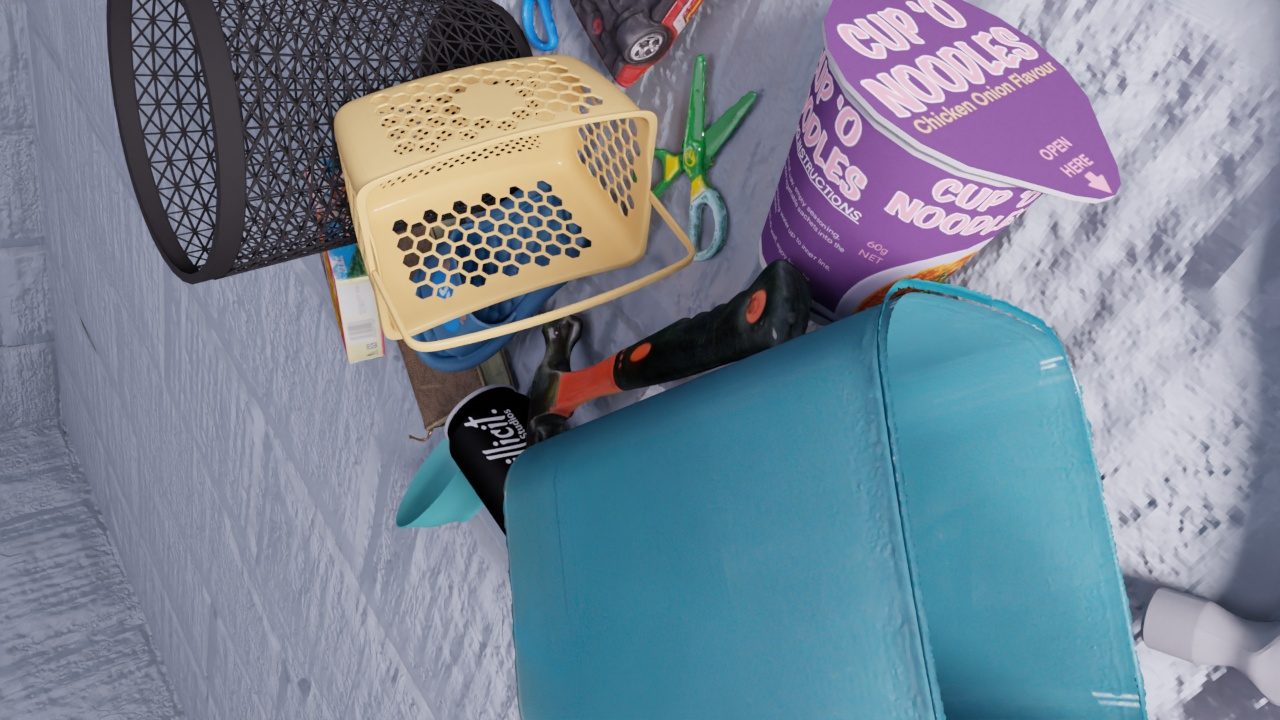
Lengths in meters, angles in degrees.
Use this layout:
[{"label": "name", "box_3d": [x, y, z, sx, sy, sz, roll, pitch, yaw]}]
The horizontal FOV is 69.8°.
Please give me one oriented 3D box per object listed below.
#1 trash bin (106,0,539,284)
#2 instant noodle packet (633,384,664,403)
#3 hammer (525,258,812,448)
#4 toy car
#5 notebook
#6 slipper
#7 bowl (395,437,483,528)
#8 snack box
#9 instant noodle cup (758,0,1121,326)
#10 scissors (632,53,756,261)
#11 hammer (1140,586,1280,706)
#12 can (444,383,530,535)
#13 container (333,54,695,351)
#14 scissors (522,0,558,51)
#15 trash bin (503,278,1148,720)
[{"label": "trash bin", "box_3d": [-0.218, -0.181, 0.663, 0.217, 0.242, 0.217, 19, 116, 45]}, {"label": "instant noodle packet", "box_3d": [0.072, 0.145, 0.581, 0.269, 0.057, 0.147, 45, 134, 25]}, {"label": "hammer", "box_3d": [-0.003, 0.003, 0.542, 0.334, 0.033, 0.133, -23, 54, 63]}, {"label": "toy car", "box_3d": [0.019, -0.243, 0.510, 0.081, 0.056, 0.190, 61, 140, 14]}, {"label": "notebook", "box_3d": [-0.202, -0.043, 0.854, 0.191, 0.034, 0.215, -27, 81, 51]}, {"label": "slipper", "box_3d": [-0.122, -0.068, 0.711, 0.214, 0.059, 0.103, -34, 75, 35]}, {"label": "bowl", "box_3d": [-0.166, 0.112, 0.833, 0.046, 0.120, 0.121, 39, 145, -20]}, {"label": "snack box", "box_3d": [-0.284, -0.094, 0.887, 0.143, 0.040, 0.145, 108, 143, -57]}, {"label": "instant noodle cup", "box_3d": [0.119, -0.075, 0.415, 0.137, 0.121, 0.122, 47, 144, 17]}, {"label": "scissors", "box_3d": [0.038, -0.118, 0.565, 0.130, 0.012, 0.116, -39, 73, 50]}, {"label": "hammer", "box_3d": [0.259, -0.013, 0.325, 0.125, 0.029, 0.311, 12, 111, 48]}, {"label": "can", "box_3d": [-0.090, 0.092, 0.730, 0.146, 0.080, 0.080, 49, 134, 28]}, {"label": "container", "box_3d": [-0.078, -0.090, 0.556, 0.167, 0.183, 0.129, 57, 155, 31]}, {"label": "scissors", "box_3d": [-0.071, -0.282, 0.640, 0.130, 0.013, 0.125, -14, 91, 47]}, {"label": "trash bin", "box_3d": [0.069, 0.094, 0.408, 0.219, 0.196, 0.199, -17, 73, 41]}]
